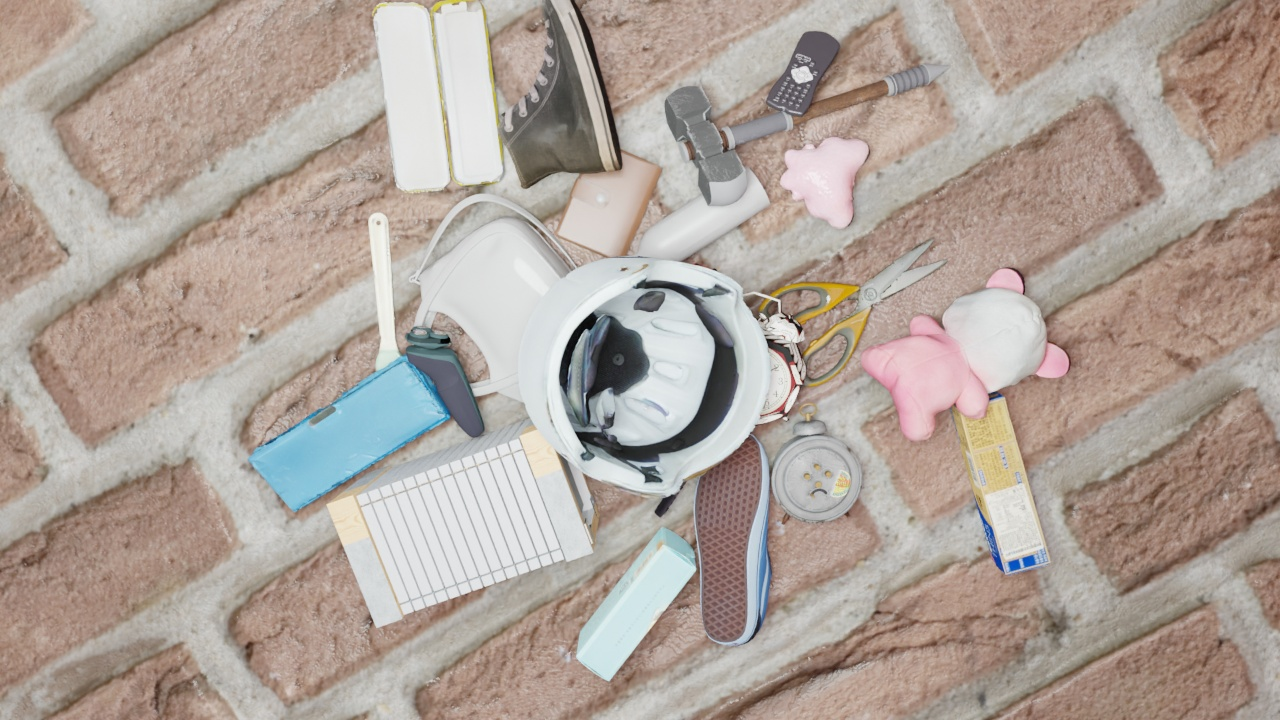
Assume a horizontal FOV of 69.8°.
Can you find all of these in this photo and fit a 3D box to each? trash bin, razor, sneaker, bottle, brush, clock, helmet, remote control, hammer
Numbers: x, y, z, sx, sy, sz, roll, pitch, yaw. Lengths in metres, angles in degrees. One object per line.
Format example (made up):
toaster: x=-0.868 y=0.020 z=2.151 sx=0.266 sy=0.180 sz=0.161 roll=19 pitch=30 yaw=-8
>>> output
trash bin: x=-0.188 y=0.168 z=1.030 sx=0.247 sy=0.142 sz=0.142 roll=-20 pitch=96 yaw=2
razor: x=-0.218 y=0.025 z=1.034 sx=0.052 sy=0.047 sz=0.143 roll=-24 pitch=107 yaw=2
sneaker: x=0.115 y=0.209 z=1.077 sx=0.083 sy=0.098 sz=0.241 roll=-1 pitch=76 yaw=24
bottle: x=0.050 y=-0.145 z=1.038 sx=0.195 sy=0.052 sz=0.052 roll=-32 pitch=95 yaw=4
sneaker: x=-0.104 y=-0.310 z=1.006 sx=0.120 sy=0.095 sz=0.235 roll=-13 pitch=98 yaw=8
brush: x=-0.298 y=-0.063 z=1.072 sx=0.033 sy=0.012 sz=0.217 roll=-3 pitch=95 yaw=1
clock: x=0.130 y=-0.007 z=1.038 sx=0.115 sy=0.064 sz=0.155 roll=3 pitch=113 yaw=15
helmet: x=-0.006 y=0.006 z=0.946 sx=0.263 sy=0.164 sz=0.237 roll=10 pitch=99 yaw=-34
remote control: x=0.181 y=-0.319 z=1.010 sx=0.046 sy=0.009 sz=0.124 roll=24 pitch=67 yaw=12
clock: x=0.201 y=0.121 z=1.066 sx=0.104 sy=0.056 sz=0.148 roll=-7 pitch=98 yaw=1
hammer: x=0.196 y=-0.279 z=1.016 sx=0.322 sy=0.043 sz=0.156 roll=-19 pitch=65 yaw=-7
remote control: x=0.057 y=0.125 z=1.080 sx=0.015 sy=0.032 sz=0.136 roll=34 pitch=96 yaw=8

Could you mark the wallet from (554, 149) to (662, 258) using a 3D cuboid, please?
wallet: x=-0.037 y=-0.183 z=1.054 sx=0.087 sy=0.013 sz=0.121 roll=23 pitch=94 yaw=-2

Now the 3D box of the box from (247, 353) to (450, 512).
box: x=-0.337 y=0.086 z=1.060 sx=0.232 sy=0.048 sz=0.093 roll=-30 pitch=95 yaw=9

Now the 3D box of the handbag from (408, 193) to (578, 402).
handbag: x=-0.179 y=-0.052 z=1.053 sx=0.223 sy=0.095 sz=0.216 roll=-38 pitch=94 yaw=17

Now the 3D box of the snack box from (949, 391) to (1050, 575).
snack box: x=0.416 y=0.141 z=1.067 sx=0.056 sy=0.057 sz=0.207 roll=-17 pitch=96 yaw=6

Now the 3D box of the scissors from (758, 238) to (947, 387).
scissors: x=0.255 y=-0.057 z=1.065 sx=0.225 sy=0.016 sz=0.162 roll=-19 pitch=96 yaw=3

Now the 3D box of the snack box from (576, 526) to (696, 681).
snack box: x=-0.005 y=0.283 z=1.076 sx=0.053 sy=0.075 sz=0.175 roll=38 pitch=95 yaw=-4

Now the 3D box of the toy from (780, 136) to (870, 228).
toy: x=0.204 y=-0.204 z=1.031 sx=0.093 sy=0.050 sz=0.102 roll=10 pitch=92 yaw=2

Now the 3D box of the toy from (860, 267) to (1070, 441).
toy: x=0.362 y=-0.007 z=1.021 sx=0.213 sy=0.084 sz=0.142 roll=-23 pitch=66 yaw=-7

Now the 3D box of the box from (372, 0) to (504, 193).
box: x=-0.226 y=-0.298 z=1.033 sx=0.129 sy=0.039 sz=0.210 roll=-7 pitch=97 yaw=-8
